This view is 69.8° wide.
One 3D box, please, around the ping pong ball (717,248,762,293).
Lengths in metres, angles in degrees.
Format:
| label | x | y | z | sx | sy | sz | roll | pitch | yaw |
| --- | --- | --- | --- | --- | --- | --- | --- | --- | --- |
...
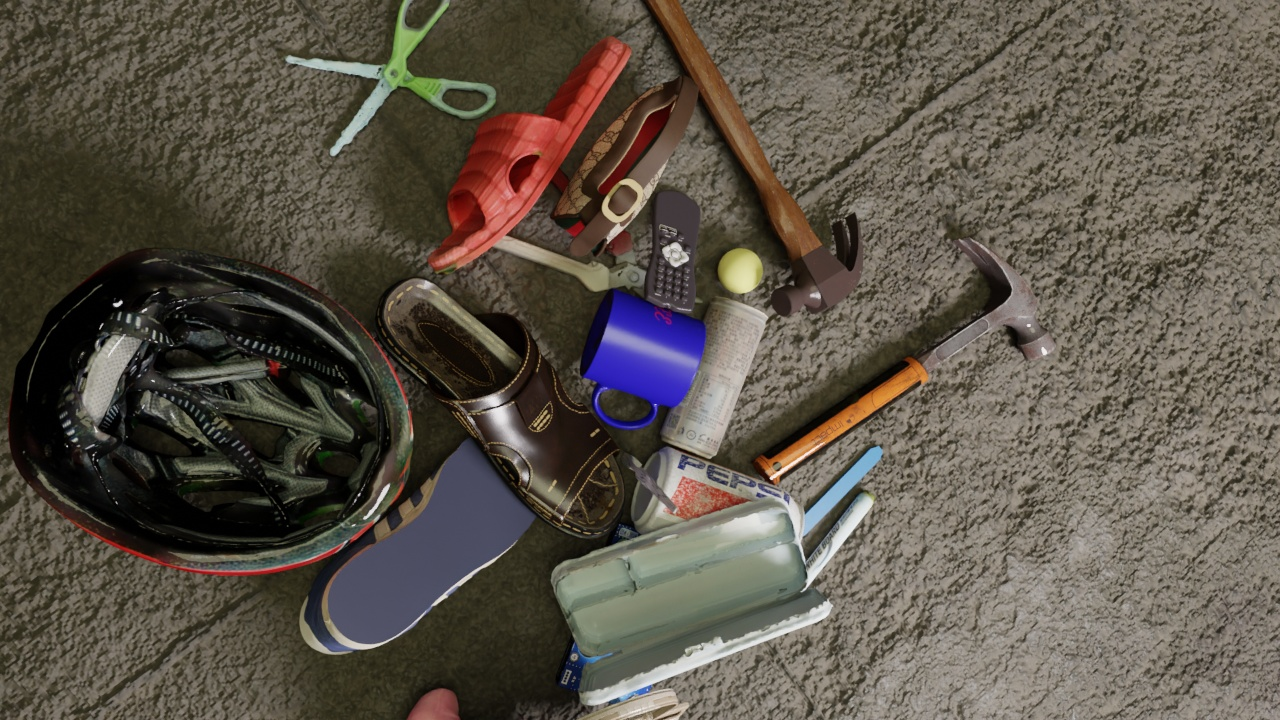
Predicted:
| label | x | y | z | sx | sy | sz | roll | pitch | yaw |
| --- | --- | --- | --- | --- | --- | --- | --- | --- | --- |
| ping pong ball | 0.089 | -0.080 | 0.818 | 0.040 | 0.040 | 0.040 | 0 | 91 | -13 |

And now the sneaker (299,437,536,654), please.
| label | x | y | z | sx | sy | sz | roll | pitch | yaw |
| --- | --- | --- | --- | --- | --- | --- | --- | --- | --- |
| sneaker | -0.178 | 0.155 | 0.753 | 0.091 | 0.119 | 0.232 | 47 | 47 | -5 |

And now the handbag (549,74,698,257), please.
| label | x | y | z | sx | sy | sz | roll | pitch | yaw |
| --- | --- | --- | --- | --- | --- | --- | --- | --- | --- |
| handbag | -0.008 | -0.158 | 0.737 | 0.063 | 0.139 | 0.166 | 37 | 63 | -12 |

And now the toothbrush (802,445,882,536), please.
| label | x | y | z | sx | sy | sz | roll | pitch | yaw |
| --- | --- | --- | --- | --- | --- | --- | --- | --- | --- |
| toothbrush | 0.168 | 0.139 | 0.852 | 0.166 | 0.014 | 0.016 | -43 | 99 | -9 |

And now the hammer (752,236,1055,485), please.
| label | x | y | z | sx | sy | sz | roll | pitch | yaw |
| --- | --- | --- | --- | --- | --- | --- | --- | --- | --- |
| hammer | 0.234 | 0.009 | 0.855 | 0.314 | 0.035 | 0.138 | -32 | 97 | -10 |

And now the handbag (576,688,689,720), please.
| label | x | y | z | sx | sy | sz | roll | pitch | yaw |
| --- | --- | --- | --- | --- | --- | --- | --- | --- | --- |
| handbag | -0.040 | 0.279 | 0.666 | 0.175 | 0.198 | 0.062 | -5 | 59 | -31 |

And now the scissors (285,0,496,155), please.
| label | x | y | z | sx | sy | sz | roll | pitch | yaw |
| --- | --- | --- | --- | --- | --- | --- | --- | --- | --- |
| scissors | -0.201 | -0.235 | 0.765 | 0.167 | 0.023 | 0.171 | 34 | 86 | -16 |

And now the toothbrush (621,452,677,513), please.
| label | x | y | z | sx | sy | sz | roll | pitch | yaw |
| --- | --- | --- | --- | --- | --- | --- | --- | --- | --- |
| toothbrush | 0.008 | 0.097 | 0.730 | 0.010 | 0.181 | 0.010 | 30 | 89 | -14 |

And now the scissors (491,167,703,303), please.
| label | x | y | z | sx | sy | sz | roll | pitch | yaw |
| --- | --- | --- | --- | --- | --- | --- | --- | --- | --- |
| scissors | -0.041 | -0.096 | 0.803 | 0.179 | 0.015 | 0.187 | -12 | 94 | -13 |

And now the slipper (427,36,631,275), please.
| label | x | y | z | sx | sy | sz | roll | pitch | yaw |
| --- | --- | --- | --- | --- | --- | --- | --- | --- | --- |
| slipper | -0.099 | -0.177 | 0.745 | 0.059 | 0.104 | 0.248 | 40 | 80 | -25 |

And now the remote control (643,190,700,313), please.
| label | x | y | z | sx | sy | sz | roll | pitch | yaw |
| --- | --- | --- | --- | --- | --- | --- | --- | --- | --- |
| remote control | 0.029 | -0.097 | 0.791 | 0.046 | 0.009 | 0.124 | 16 | 58 | -18 |

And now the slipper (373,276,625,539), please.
| label | x | y | z | sx | sy | sz | roll | pitch | yaw |
| --- | --- | --- | --- | --- | --- | --- | --- | --- | --- |
| slipper | -0.104 | 0.032 | 0.743 | 0.268 | 0.076 | 0.112 | 47 | 51 | -4 |

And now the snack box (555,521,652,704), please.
| label | x | y | z | sx | sy | sz | roll | pitch | yaw |
| --- | --- | --- | --- | --- | --- | --- | --- | --- | --- |
| snack box | -0.010 | 0.225 | 0.807 | 0.082 | 0.027 | 0.150 | 21 | 87 | -11 |

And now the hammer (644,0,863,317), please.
| label | x | y | z | sx | sy | sz | roll | pitch | yaw |
| --- | --- | --- | --- | --- | --- | --- | --- | --- | --- |
| hammer | 0.094 | -0.191 | 0.811 | 0.115 | 0.033 | 0.323 | -31 | 92 | -31 |

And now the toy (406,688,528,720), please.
| label | x | y | z | sx | sy | sz | roll | pitch | yaw |
| --- | --- | --- | --- | --- | --- | --- | --- | --- | --- |
| toy | -0.118 | 0.373 | 0.756 | 0.213 | 0.084 | 0.142 | 35 | 84 | -8 |

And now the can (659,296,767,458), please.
| label | x | y | z | sx | sy | sz | roll | pitch | yaw |
| --- | --- | --- | --- | --- | --- | --- | --- | --- | --- |
| can | 0.064 | 0.016 | 0.807 | 0.054 | 0.054 | 0.135 | 22 | 85 | -12 |

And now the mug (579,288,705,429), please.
| label | x | y | z | sx | sy | sz | roll | pitch | yaw |
| --- | --- | --- | --- | --- | --- | --- | --- | --- | --- |
| mug | -0.005 | 0.005 | 0.782 | 0.083 | 0.079 | 0.111 | 19 | 99 | -12 |

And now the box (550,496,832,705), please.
| label | x | y | z | sx | sy | sz | roll | pitch | yaw |
| --- | --- | --- | --- | --- | --- | --- | --- | --- | --- |
| box | 0.042 | 0.203 | 0.715 | 0.215 | 0.124 | 0.107 | -20 | 115 | 4 |

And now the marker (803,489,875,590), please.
| label | x | y | z | sx | sy | sz | roll | pitch | yaw |
| --- | --- | --- | --- | --- | --- | --- | --- | --- | --- |
| marker | 0.169 | 0.180 | 0.851 | 0.017 | 0.017 | 0.146 | 42 | 82 | -10 |

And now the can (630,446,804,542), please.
| label | x | y | z | sx | sy | sz | roll | pitch | yaw |
| --- | --- | --- | --- | --- | --- | --- | --- | --- | --- |
| can | 0.066 | 0.131 | 0.796 | 0.136 | 0.078 | 0.078 | 21 | 86 | -12 |

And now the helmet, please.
| label | x | y | z | sx | sy | sz | roll | pitch | yaw |
| --- | --- | --- | --- | --- | --- | --- | --- | --- | --- |
| helmet | -0.299 | 0.042 | 0.667 | 0.272 | 0.167 | 0.217 | 23 | 74 | -6 |
